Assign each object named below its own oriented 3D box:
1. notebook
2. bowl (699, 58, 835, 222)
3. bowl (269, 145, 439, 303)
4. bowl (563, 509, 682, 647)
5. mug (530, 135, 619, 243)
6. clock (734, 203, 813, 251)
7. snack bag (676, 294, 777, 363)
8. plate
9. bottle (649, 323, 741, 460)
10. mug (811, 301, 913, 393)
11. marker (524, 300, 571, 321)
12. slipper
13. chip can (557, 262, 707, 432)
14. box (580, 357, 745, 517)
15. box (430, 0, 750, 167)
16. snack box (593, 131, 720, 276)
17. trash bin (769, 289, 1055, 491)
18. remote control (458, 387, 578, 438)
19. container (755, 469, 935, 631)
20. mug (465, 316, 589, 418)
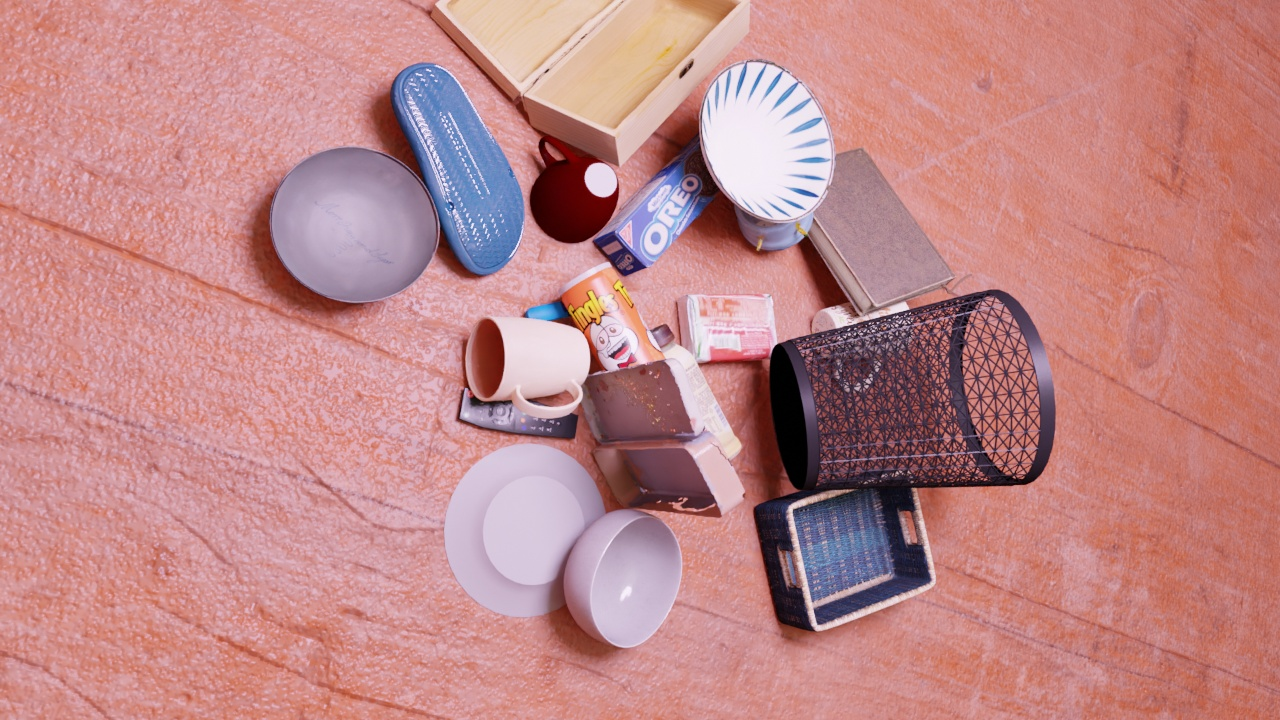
[{"bbox_3d":[0.287,-0.164,1.116,0.189,0.035,0.215,-18,68,-29],"label":"notebook"},{"bbox_3d":[0.121,-0.229,0.998,0.177,0.071,0.177,4,81,-29],"label":"bowl"},{"bbox_3d":[-0.270,-0.121,0.860,0.150,0.057,0.150,4,81,-26],"label":"bowl"},{"bbox_3d":[-0.025,0.214,0.923,0.131,0.064,0.132,-8,101,-46],"label":"bowl"},{"bbox_3d":[-0.067,-0.185,0.952,0.087,0.089,0.114,-39,101,-25],"label":"mug"},{"bbox_3d":[0.150,-0.188,1.061,0.089,0.051,0.124,-16,72,15],"label":"clock"},{"bbox_3d":[0.100,-0.036,1.044,0.115,0.036,0.077,-3,83,-27],"label":"snack bag"},{"bbox_3d":[-0.109,0.170,0.921,0.172,0.019,0.172,4,81,-26],"label":"plate"},{"bbox_3d":[0.049,0.039,0.997,0.056,0.057,0.162,-32,97,-27],"label":"bottle"},{"bbox_3d":[0.263,-0.019,1.114,0.097,0.081,0.122,-9,112,-20],"label":"mug"},{"bbox_3d":[-0.067,-0.057,0.977,0.122,0.015,0.018,-14,83,-30],"label":"marker"},{"bbox_3d":[-0.182,-0.189,0.914,0.103,0.059,0.214,-34,110,-36],"label":"slipper"},{"bbox_3d":[-0.006,0.005,0.942,0.062,0.062,0.210,-30,89,-27],"label":"chip can"},{"bbox_3d":[0.005,0.076,0.880,0.042,0.217,0.148,-35,100,-25],"label":"box"},{"bbox_3d":[-0.047,-0.362,0.992,0.261,0.097,0.246,40,66,1],"label":"box"},{"bbox_3d":[0.045,-0.190,1.027,0.059,0.060,0.225,49,65,-17],"label":"snack box"},{"bbox_3d":[0.280,0.045,1.005,0.243,0.217,0.217,-8,86,-4],"label":"trash bin"},{"bbox_3d":[-0.123,0.056,0.934,0.124,0.010,0.039,14,77,-24],"label":"remote control"},{"bbox_3d":[0.236,0.213,1.057,0.187,0.071,0.145,-11,88,-27],"label":"container"},{"bbox_3d":[-0.102,0.010,0.903,0.104,0.085,0.111,-2,49,-37],"label":"mug"}]
